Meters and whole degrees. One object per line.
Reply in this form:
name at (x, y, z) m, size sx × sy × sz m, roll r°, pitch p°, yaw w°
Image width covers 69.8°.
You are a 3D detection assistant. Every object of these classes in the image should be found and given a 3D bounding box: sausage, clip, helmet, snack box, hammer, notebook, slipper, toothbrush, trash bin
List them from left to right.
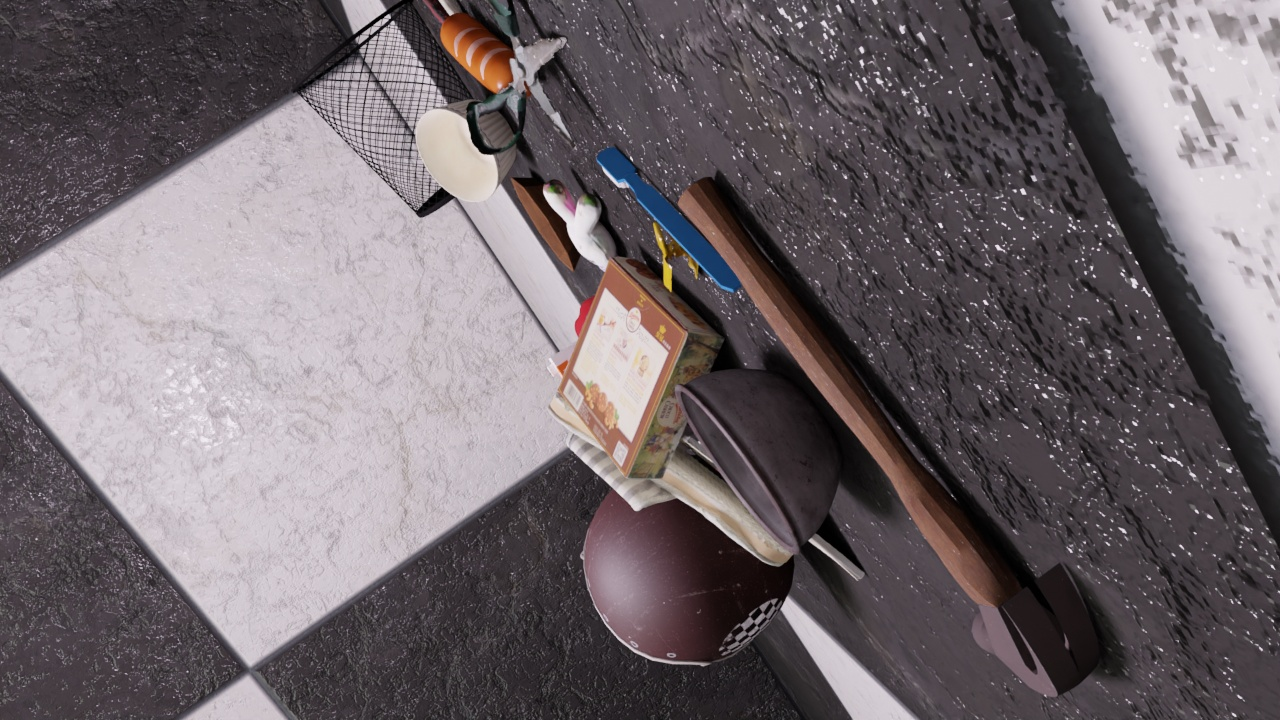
trash bin at (-0.288, -0.305, 1.145) m, size 0.210 × 0.184 × 0.184 m, roll 52°, pitch 175°, yaw -21°
sausage at (-0.132, -0.262, 0.794) m, size 0.164 × 0.039 × 0.044 m, roll 48°, pitch 173°, yaw 45°
snack box at (-0.005, 0.005, 0.806) m, size 0.041 × 0.147 × 0.143 m, roll 6°, pitch -153°, yaw -35°
toothbrush at (0.018, -0.099, 0.636) m, size 0.166 × 0.016 × 0.014 m, roll 50°, pitch 172°, yaw 32°
slipper at (0.025, 0.115, 0.879) m, size 0.273 × 0.054 × 0.114 m, roll 32°, pitch -165°, yaw 13°
clip at (0.027, -0.080, 0.666) m, size 0.046 × 0.048 × 0.054 m, roll 12°, pitch 166°, yaw 7°
helmet at (0.049, 0.220, 1.025) m, size 0.233 × 0.234 × 0.253 m, roll 59°, pitch 180°, yaw 32°
notebook at (0.102, 0.122, 0.863) m, size 0.208 × 0.012 × 0.153 m, roll 39°, pitch 177°, yaw -13°
hammer at (0.122, 0.033, 0.491) m, size 0.323 × 0.033 × 0.115 m, roll 55°, pitch 175°, yaw 11°

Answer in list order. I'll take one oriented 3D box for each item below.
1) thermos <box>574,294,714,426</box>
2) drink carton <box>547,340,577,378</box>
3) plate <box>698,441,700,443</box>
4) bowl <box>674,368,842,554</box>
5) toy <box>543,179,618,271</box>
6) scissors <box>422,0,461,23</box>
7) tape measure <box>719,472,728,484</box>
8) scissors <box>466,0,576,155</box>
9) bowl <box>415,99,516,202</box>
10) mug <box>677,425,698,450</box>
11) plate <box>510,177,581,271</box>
thermos at (0.026, 0.012, 0.870) m, size 0.240 × 0.073 × 0.073 m, roll 42°, pitch 166°, yaw 41°
drink carton at (-0.037, -0.008, 0.993) m, size 0.058 × 0.122 × 0.040 m, roll 56°, pitch 174°, yaw -4°
plate at (0.067, 0.073, 1.133) m, size 0.134 × 0.011 × 0.135 m, roll 54°, pitch 173°, yaw 9°
bowl at (0.093, 0.059, 0.654) m, size 0.145 × 0.067 × 0.145 m, roll 54°, pitch 173°, yaw 9°
toy at (-0.050, -0.123, 0.900) m, size 0.079 × 0.038 × 0.123 m, roll 39°, pitch 166°, yaw 44°
scissors at (-0.183, -0.337, 0.896) m, size 0.198 × 0.015 × 0.179 m, roll 47°, pitch 170°, yaw 45°
tape measure at (0.084, 0.062, 0.753) m, size 0.061 × 0.061 × 0.034 m, roll 59°, pitch 169°, yaw -25°
scissors at (-0.114, -0.233, 0.702) m, size 0.201 × 0.015 × 0.205 m, roll 60°, pitch 152°, yaw -3°
bowl at (-0.193, -0.248, 1.055) m, size 0.115 × 0.062 × 0.115 m, roll 22°, pitch 138°, yaw 21°
mug at (0.039, 0.036, 0.956) m, size 0.090 × 0.073 × 0.111 m, roll 54°, pitch 147°, yaw 14°
plate at (-0.110, -0.172, 1.125) m, size 0.131 × 0.025 × 0.131 m, roll 54°, pitch 173°, yaw 9°
